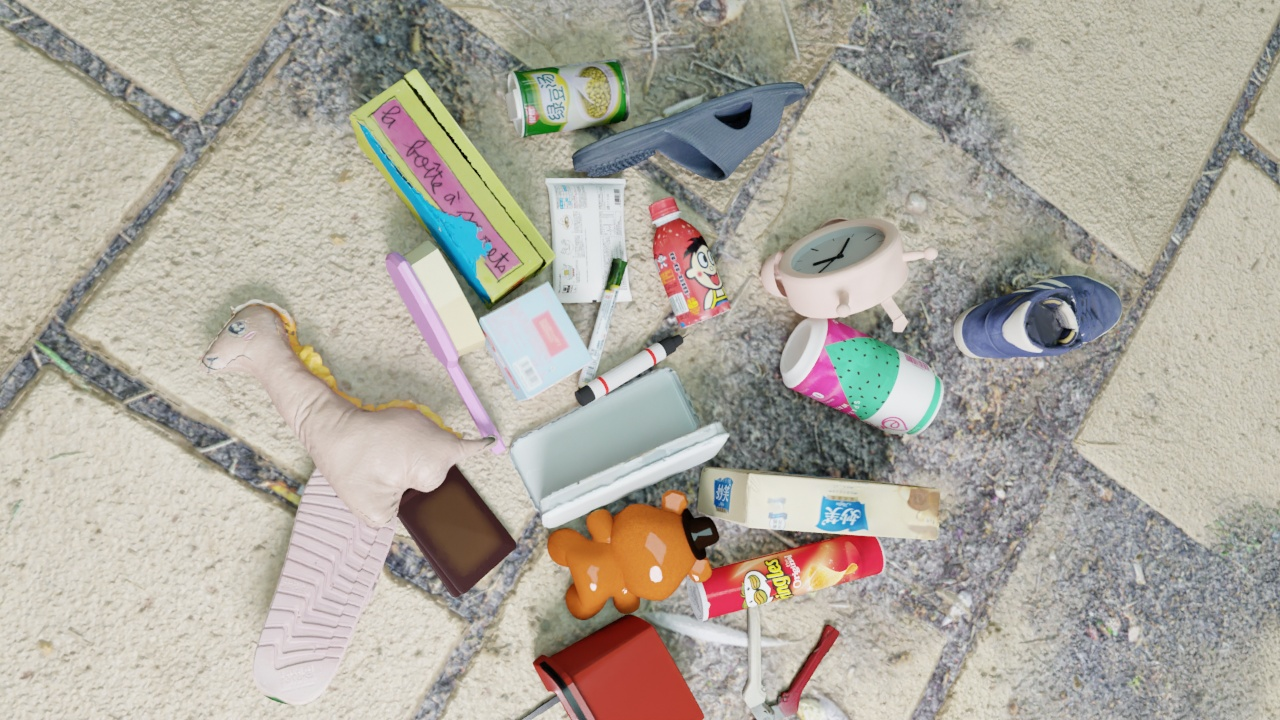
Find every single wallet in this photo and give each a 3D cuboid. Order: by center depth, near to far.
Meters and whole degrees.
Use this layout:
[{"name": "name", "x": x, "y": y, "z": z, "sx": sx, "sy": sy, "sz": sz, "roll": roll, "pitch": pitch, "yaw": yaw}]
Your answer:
[{"name": "wallet", "x": -0.188, "y": 0.167, "z": 0.919, "sx": 0.115, "sy": 0.018, "sz": 0.091, "roll": 54, "pitch": 44, "yaw": -3}]

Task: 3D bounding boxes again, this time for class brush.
[{"name": "brush", "x": -0.183, "y": -0.012, "z": 0.925, "sx": 0.043, "sy": 0.089, "sz": 0.229, "roll": -31, "pitch": 106, "yaw": -19}]

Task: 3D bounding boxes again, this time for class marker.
[{"name": "marker", "x": -0.041, "y": -0.037, "z": 0.974, "sx": 0.017, "sy": 0.017, "sz": 0.146, "roll": 15, "pitch": 95, "yaw": -12}, {"name": "marker", "x": -0.006, "y": 0.006, "z": 0.985, "sx": 0.145, "sy": 0.019, "sz": 0.019, "roll": -31, "pitch": 94, "yaw": -22}]

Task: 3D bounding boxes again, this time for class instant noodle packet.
[{"name": "instant noodle packet", "x": -0.055, "y": -0.129, "z": 0.986, "sx": 0.087, "sy": 0.026, "sz": 0.134, "roll": -2, "pitch": 87, "yaw": -13}]

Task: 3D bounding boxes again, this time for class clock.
[{"name": "clock", "x": 0.219, "y": -0.092, "z": 0.990, "sx": 0.131, "sy": 0.160, "sz": 0.086, "roll": -32, "pitch": 125, "yaw": -14}]

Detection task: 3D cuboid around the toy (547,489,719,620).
[{"name": "toy", "x": -0.005, "y": 0.201, "z": 0.943, "sx": 0.176, "sy": 0.096, "sz": 0.112, "roll": -17, "pitch": 90, "yaw": 14}]

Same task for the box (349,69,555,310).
[{"name": "box", "x": -0.184, "y": -0.161, "z": 0.911, "sx": 0.082, "sy": 0.124, "sz": 0.221, "roll": -40, "pitch": 94, "yaw": -11}]

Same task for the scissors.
[{"name": "scissors", "x": 0.146, "y": 0.355, "z": 1.008, "sx": 0.196, "sy": 0.015, "sz": 0.179, "roll": -32, "pitch": 95, "yaw": -13}]

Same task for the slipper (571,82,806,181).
[{"name": "slipper", "x": 0.059, "y": -0.228, "z": 0.990, "sx": 0.263, "sy": 0.101, "sz": 0.082, "roll": -19, "pitch": 98, "yaw": -8}]

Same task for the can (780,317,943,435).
[{"name": "can", "x": 0.243, "y": 0.018, "z": 1.015, "sx": 0.166, "sy": 0.088, "sz": 0.088, "roll": 24, "pitch": 81, "yaw": -11}]

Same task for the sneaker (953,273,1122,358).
[{"name": "sneaker", "x": 0.498, "y": -0.057, "z": 1.065, "sx": 0.233, "sy": 0.118, "sz": 0.091, "roll": -10, "pitch": 88, "yaw": -14}]

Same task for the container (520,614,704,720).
[{"name": "container", "x": -0.057, "y": 0.359, "z": 0.909, "sx": 0.200, "sy": 0.127, "sz": 0.148, "roll": -30, "pitch": 94, "yaw": -20}]

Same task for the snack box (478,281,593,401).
[{"name": "snack box", "x": -0.109, "y": -0.017, "z": 0.931, "sx": 0.079, "sy": 0.095, "sz": 0.093, "roll": -31, "pitch": 93, "yaw": -14}]

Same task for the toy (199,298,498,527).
[{"name": "toy", "x": -0.287, "y": 0.034, "z": 0.896, "sx": 0.195, "sy": 0.065, "sz": 0.264, "roll": -31, "pitch": 76, "yaw": -30}]

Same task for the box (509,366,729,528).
[{"name": "box", "x": -0.021, "y": 0.095, "z": 0.940, "sx": 0.211, "sy": 0.106, "sz": 0.130, "roll": -28, "pitch": 89, "yaw": -14}]

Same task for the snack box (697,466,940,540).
[{"name": "snack box", "x": 0.181, "y": 0.147, "z": 0.958, "sx": 0.207, "sy": 0.153, "sz": 0.055, "roll": 6, "pitch": 84, "yaw": -13}]

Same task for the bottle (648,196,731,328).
[{"name": "bottle", "x": 0.047, "y": -0.108, "z": 0.992, "sx": 0.062, "sy": 0.062, "sz": 0.137, "roll": -22, "pitch": 93, "yaw": -14}]

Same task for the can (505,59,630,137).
[{"name": "can", "x": -0.078, "y": -0.277, "z": 0.970, "sx": 0.120, "sy": 0.067, "sz": 0.067, "roll": -12, "pitch": 89, "yaw": -14}]

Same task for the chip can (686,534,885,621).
[{"name": "chip can", "x": 0.160, "y": 0.232, "z": 1.000, "sx": 0.214, "sy": 0.052, "sz": 0.052, "roll": -11, "pitch": 89, "yaw": -14}]

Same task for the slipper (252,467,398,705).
[{"name": "slipper", "x": -0.300, "y": 0.208, "z": 0.886, "sx": 0.094, "sy": 0.065, "sz": 0.238, "roll": 17, "pitch": 66, "yaw": -10}]
